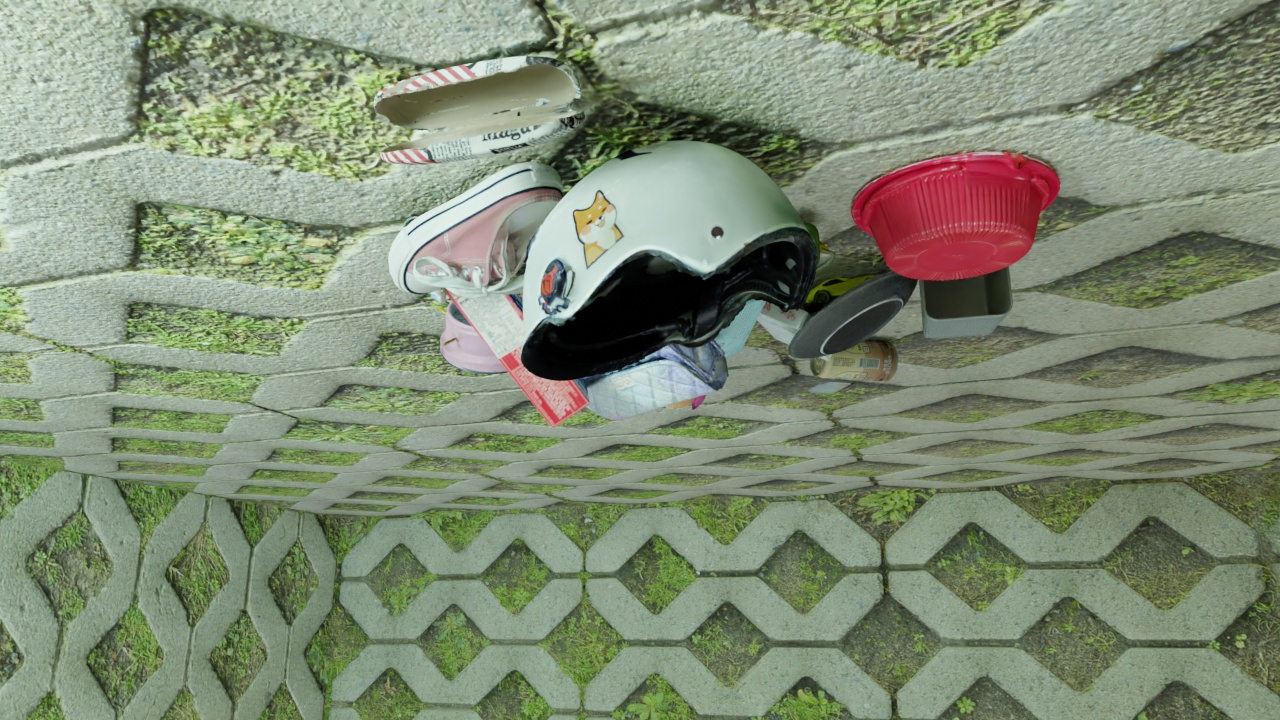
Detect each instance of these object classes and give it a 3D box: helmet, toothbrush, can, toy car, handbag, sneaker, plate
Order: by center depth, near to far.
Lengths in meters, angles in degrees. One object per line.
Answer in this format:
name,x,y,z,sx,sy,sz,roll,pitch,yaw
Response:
helmet,0.008,-0.097,0.803,0.275,0.156,0.229,-23,163,32
sneaker,-0.159,-0.101,0.883,0.242,0.087,0.118,-23,163,39
toothbrush,-0.237,-0.104,1.032,0.026,0.026,0.221,23,164,1
handbag,-0.007,0.006,1.090,0.134,0.075,0.194,39,144,-25
plate,0.260,-0.047,1.100,0.179,0.024,0.180,-26,160,-11
toy car,0.246,-0.083,1.102,0.105,0.032,0.048,-13,163,3
can,0.311,-0.001,1.336,0.116,0.058,0.059,3,164,-11

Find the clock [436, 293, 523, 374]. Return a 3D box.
clock,-0.165,-0.038,1.115,0.158,0.117,0.060,-3,121,-17

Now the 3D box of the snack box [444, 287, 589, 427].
snack box,-0.136,-0.024,1.032,0.058,0.207,0.057,-33,-158,6

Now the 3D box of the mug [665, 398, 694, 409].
mug,0.051,0.018,1.382,0.078,0.078,0.123,-1,159,4

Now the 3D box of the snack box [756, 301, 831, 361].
snack box,0.193,-0.044,1.179,0.085,0.027,0.156,26,177,28

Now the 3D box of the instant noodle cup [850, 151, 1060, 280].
instant noodle cup,0.304,-0.128,0.888,0.194,0.065,0.194,0,165,0

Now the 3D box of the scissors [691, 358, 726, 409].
scissors,0.104,0.025,1.381,0.017,0.130,0.133,32,-175,11

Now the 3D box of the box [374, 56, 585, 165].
box,-0.121,-0.174,0.695,0.163,0.083,0.075,-7,169,15

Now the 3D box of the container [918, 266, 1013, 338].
container,0.359,-0.076,1.030,0.090,0.090,0.114,-3,167,13

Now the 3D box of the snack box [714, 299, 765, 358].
snack box,0.095,-0.047,1.113,0.074,0.051,0.175,-27,163,-15

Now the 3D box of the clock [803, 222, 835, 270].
clock,0.123,-0.112,0.955,0.161,0.056,0.116,3,165,-14
